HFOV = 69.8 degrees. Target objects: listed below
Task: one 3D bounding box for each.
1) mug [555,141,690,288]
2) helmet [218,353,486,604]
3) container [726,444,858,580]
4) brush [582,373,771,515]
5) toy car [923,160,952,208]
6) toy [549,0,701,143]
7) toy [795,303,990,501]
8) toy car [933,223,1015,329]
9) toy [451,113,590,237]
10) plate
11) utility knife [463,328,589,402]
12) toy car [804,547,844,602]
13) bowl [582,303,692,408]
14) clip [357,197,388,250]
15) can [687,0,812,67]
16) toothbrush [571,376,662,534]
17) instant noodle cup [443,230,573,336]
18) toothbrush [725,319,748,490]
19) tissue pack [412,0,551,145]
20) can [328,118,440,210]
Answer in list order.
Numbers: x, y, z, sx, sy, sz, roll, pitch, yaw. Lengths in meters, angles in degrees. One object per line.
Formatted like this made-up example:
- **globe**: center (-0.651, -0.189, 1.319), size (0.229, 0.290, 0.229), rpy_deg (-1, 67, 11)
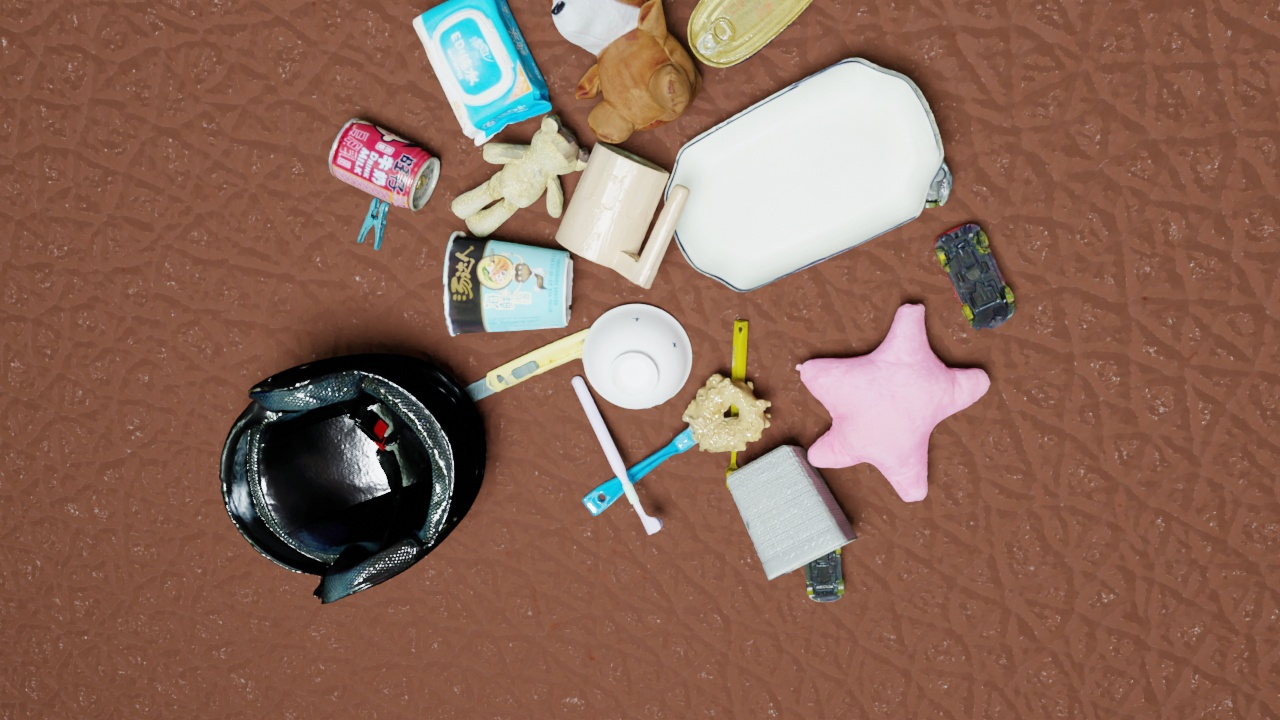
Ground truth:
- **mug**: center (-0.014, -0.144, 0.899), size (0.125, 0.084, 0.104), rpy_deg (37, 111, 36)
- **helmet**: center (-0.294, 0.109, 0.959), size (0.275, 0.229, 0.233), rpy_deg (-14, 94, 23)
- **container**: center (0.154, 0.154, 0.952), size (0.090, 0.090, 0.114), rpy_deg (-30, 73, 15)
- **brush**: center (0.033, 0.099, 0.993), size (0.255, 0.045, 0.083), rpy_deg (-37, 93, 27)
- **toy car**: center (0.245, -0.167, 0.883), size (0.105, 0.032, 0.048), rpy_deg (-3, 99, 16)
- **toy**: center (-0.029, -0.307, 0.851), size (0.140, 0.130, 0.199), rpy_deg (-17, 97, 40)
- **toy**: center (0.244, 0.034, 0.924), size (0.178, 0.074, 0.195), rpy_deg (25, 105, 5)
- **toy car**: center (0.327, -0.081, 0.897), size (0.049, 0.031, 0.106), rpy_deg (-26, 99, 17)
- **toy**: center (-0.125, -0.183, 0.934), size (0.157, 0.066, 0.105), rpy_deg (-33, 121, 22)
- **plate**: center (0.152, -0.173, 0.878), size (0.266, 0.034, 0.162), rpy_deg (-24, 91, 24)
- **utility knife**: center (-0.128, 0.010, 1.015), size (0.207, 0.021, 0.031), rpy_deg (-22, 102, 19)
- **toy car**: center (0.201, 0.222, 1.006), size (0.042, 0.035, 0.090), rpy_deg (-4, 105, 12)
- **bowl**: center (-0.006, 0.006, 0.957), size (0.118, 0.064, 0.118), rpy_deg (1, 108, 4)
- **clip**: center (-0.287, -0.148, 0.993), size (0.040, 0.014, 0.056), rpy_deg (24, 110, 1)
- **can**: center (0.109, -0.334, 0.850), size (0.148, 0.049, 0.074), rpy_deg (-40, 96, 18)
- **toothbrush**: center (-0.027, 0.100, 0.995), size (0.021, 0.029, 0.189), rpy_deg (-25, 82, -25)
- **instant noodle cup**: center (-0.132, -0.077, 0.945), size (0.120, 0.111, 0.111), rpy_deg (2, 107, 1)
- **toothbrush**: center (0.103, 0.050, 0.982), size (0.016, 0.016, 0.190), rpy_deg (4, 107, 10)
- **tissue pack**: center (-0.155, -0.293, 0.901), size (0.090, 0.063, 0.140), rpy_deg (-22, 101, 15)
- **can**: center (-0.262, -0.200, 0.945), size (0.094, 0.066, 0.067), rpy_deg (26, 109, 2)
